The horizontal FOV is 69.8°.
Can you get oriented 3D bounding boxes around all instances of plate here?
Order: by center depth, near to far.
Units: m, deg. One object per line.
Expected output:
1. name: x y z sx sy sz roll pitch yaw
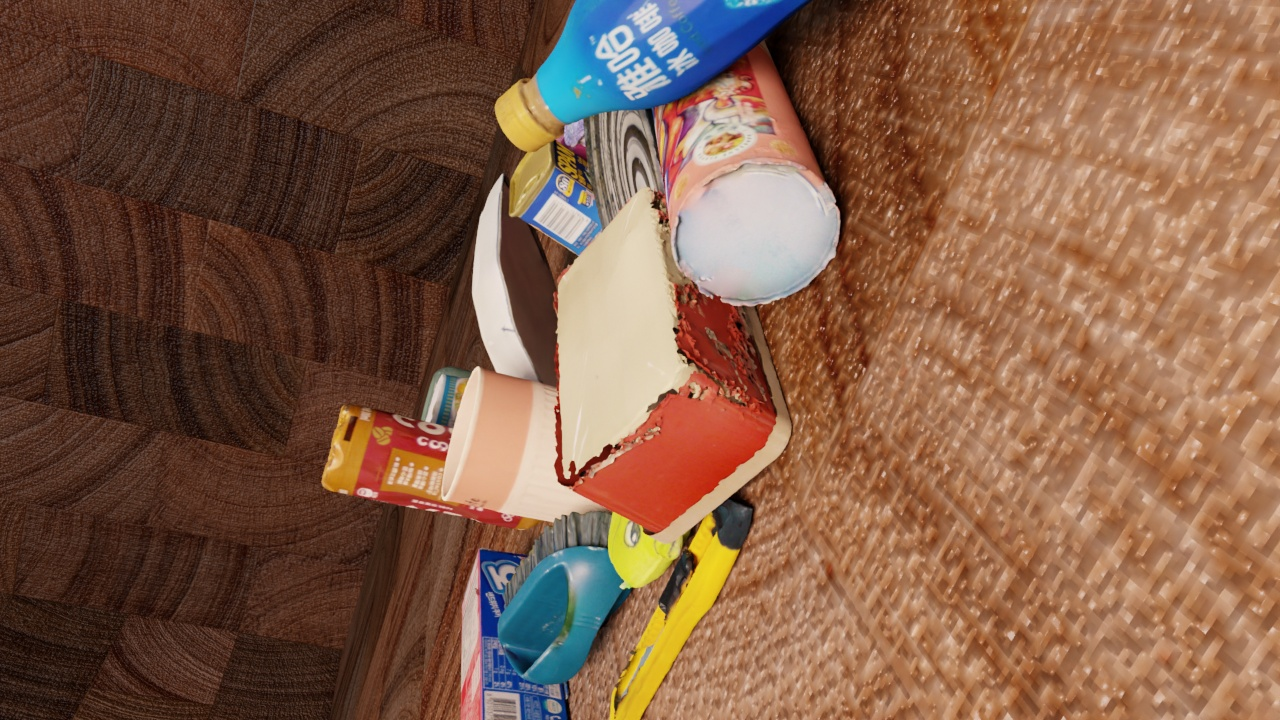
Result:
1. plate: -0.002 -0.108 0.577 0.179 0.024 0.179 165 91 -77
2. plate: -0.098 -0.048 0.749 0.265 0.034 0.162 -102 -8 -57

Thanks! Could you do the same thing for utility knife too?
1. utility knife: 0.011 0.125 0.422 0.033 0.015 0.168 -97 27 -59

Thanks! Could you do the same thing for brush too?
1. brush: -0.045 0.144 0.523 0.144 0.055 0.073 123 157 -47

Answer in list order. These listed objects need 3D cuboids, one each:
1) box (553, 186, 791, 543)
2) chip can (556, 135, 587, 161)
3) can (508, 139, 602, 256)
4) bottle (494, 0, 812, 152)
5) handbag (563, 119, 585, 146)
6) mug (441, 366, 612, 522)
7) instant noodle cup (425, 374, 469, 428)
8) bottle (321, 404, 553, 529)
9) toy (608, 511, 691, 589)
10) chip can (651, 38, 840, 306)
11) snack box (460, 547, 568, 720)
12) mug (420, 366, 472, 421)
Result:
1. box: 0.002 -0.011 0.430 0.091 0.077 0.168 -44 29 24
2. chip can: -0.055 -0.210 0.856 0.211 0.071 0.071 168 116 -73
3. can: -0.057 -0.132 0.749 0.057 0.083 0.102 -49 25 21
4. bottle: 0.027 -0.151 0.374 0.219 0.065 0.065 -27 42 30
5. handbag: 0.005 -0.229 0.664 0.194 0.075 0.134 173 107 -71
6. mug: -0.062 0.050 0.573 0.114 0.106 0.082 -114 43 -66
7. instant noodle cup: -0.123 0.058 0.768 0.099 0.110 0.099 -165 91 -75
8. bottle: -0.117 0.076 0.612 0.057 0.175 0.057 -166 91 -74
9. toy: 0.007 0.067 0.465 0.097 0.031 0.100 152 135 -68
10. chip can: 0.041 -0.116 0.448 0.214 0.071 0.071 -96 26 -50
11. snack box: -0.087 0.204 0.610 0.207 0.057 0.058 -116 42 -66
12. mug: -0.152 0.068 0.862 0.082 0.106 0.111 -169 94 -73
